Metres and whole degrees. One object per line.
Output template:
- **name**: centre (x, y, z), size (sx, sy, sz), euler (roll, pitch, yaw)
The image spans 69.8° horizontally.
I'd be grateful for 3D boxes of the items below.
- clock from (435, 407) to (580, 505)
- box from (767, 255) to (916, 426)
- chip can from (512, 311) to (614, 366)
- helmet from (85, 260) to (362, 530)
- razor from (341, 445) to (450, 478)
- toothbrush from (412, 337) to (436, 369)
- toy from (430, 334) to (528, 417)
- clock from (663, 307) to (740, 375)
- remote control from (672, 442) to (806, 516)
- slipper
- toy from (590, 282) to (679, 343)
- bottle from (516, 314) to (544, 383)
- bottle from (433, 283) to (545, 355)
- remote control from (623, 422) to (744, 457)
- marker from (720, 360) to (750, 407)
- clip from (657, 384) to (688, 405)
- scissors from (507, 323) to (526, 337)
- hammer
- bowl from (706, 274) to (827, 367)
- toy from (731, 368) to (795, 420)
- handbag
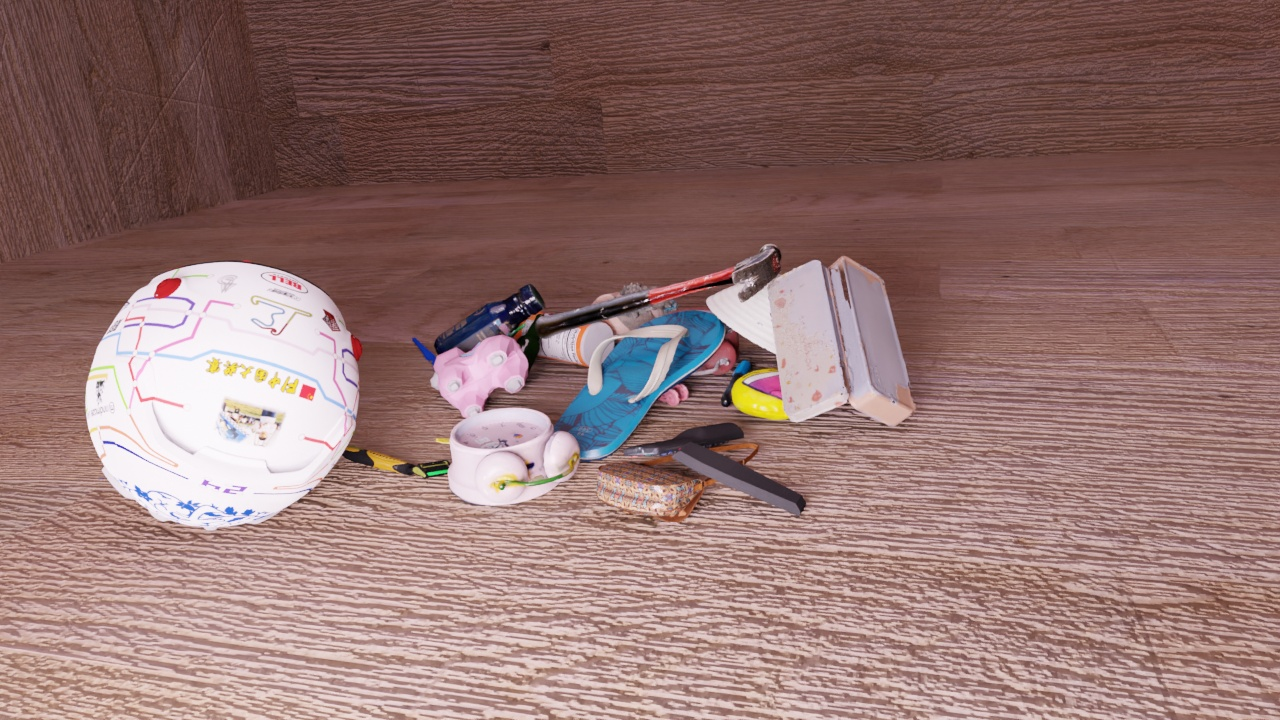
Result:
- **clock**: centre (-0.126, 0.097, 0.907), size (0.116, 0.059, 0.158), euler (-17, 23, -31)
- **box**: centre (0.218, -0.017, 1.029), size (0.121, 0.095, 0.216), euler (22, 44, -21)
- **chip can**: centre (-0.136, -0.036, 1.286), size (0.211, 0.062, 0.062), euler (11, 25, 39)
- **helmet**: centre (-0.399, 0.041, 0.879), size (0.230, 0.235, 0.315), euler (20, -17, -31)
- **razor**: centre (-0.264, 0.107, 0.971), size (0.144, 0.021, 0.044), euler (8, 5, 31)
- **toothbrush**: centre (-0.313, -0.010, 1.344), size (0.016, 0.011, 0.187), euler (-13, 18, -22)
- **toy**: centre (-0.203, 0.012, 1.132), size (0.123, 0.067, 0.157), euler (-33, 22, -3)
- **clock**: centre (0.072, -0.012, 1.167), size (0.110, 0.062, 0.156), euler (-3, 25, 5)
- **remote control**: centre (0.090, 0.106, 0.831), size (0.125, 0.010, 0.039), euler (24, 20, 16)
- **slipper**: centre (-0.006, 0.006, 1.044), size (0.118, 0.060, 0.293), euler (10, 38, 31)
- **toy**: centre (-0.024, -0.061, 1.287), size (0.176, 0.132, 0.076), euler (-13, 57, 29)
- **bottle**: centre (-0.149, -0.015, 1.204), size (0.033, 0.033, 0.122), euler (2, 45, 18)
- **bottle**: centre (-0.206, -0.047, 1.257), size (0.161, 0.056, 0.056), euler (-32, 17, 8)
- **remote control**: centre (0.045, 0.079, 0.915), size (0.046, 0.021, 0.140), euler (-9, -2, 42)
- **marker**: centre (0.114, 0.027, 1.108), size (0.015, 0.018, 0.122), euler (-3, 19, 20)
- **clip**: centre (0.033, 0.037, 1.099), size (0.059, 0.023, 0.039), euler (7, 26, 35)
- **scissors**: centre (-0.194, -0.015, 1.215), size (0.077, 0.013, 0.132), euler (-32, -3, -31)
- **hammer**: centre (0.012, -0.076, 1.144), size (0.327, 0.036, 0.140), euler (-14, 16, 22)
- **bowl**: centre (0.177, -0.064, 1.154), size (0.177, 0.071, 0.177), euler (24, 18, -9)
- **toy**: centre (0.149, 0.039, 1.032), size (0.095, 0.041, 0.094), euler (-11, 25, -18)
- **handbag**: centre (0.048, 0.110, 0.883), size (0.094, 0.043, 0.195), euler (8, 14, 42)
